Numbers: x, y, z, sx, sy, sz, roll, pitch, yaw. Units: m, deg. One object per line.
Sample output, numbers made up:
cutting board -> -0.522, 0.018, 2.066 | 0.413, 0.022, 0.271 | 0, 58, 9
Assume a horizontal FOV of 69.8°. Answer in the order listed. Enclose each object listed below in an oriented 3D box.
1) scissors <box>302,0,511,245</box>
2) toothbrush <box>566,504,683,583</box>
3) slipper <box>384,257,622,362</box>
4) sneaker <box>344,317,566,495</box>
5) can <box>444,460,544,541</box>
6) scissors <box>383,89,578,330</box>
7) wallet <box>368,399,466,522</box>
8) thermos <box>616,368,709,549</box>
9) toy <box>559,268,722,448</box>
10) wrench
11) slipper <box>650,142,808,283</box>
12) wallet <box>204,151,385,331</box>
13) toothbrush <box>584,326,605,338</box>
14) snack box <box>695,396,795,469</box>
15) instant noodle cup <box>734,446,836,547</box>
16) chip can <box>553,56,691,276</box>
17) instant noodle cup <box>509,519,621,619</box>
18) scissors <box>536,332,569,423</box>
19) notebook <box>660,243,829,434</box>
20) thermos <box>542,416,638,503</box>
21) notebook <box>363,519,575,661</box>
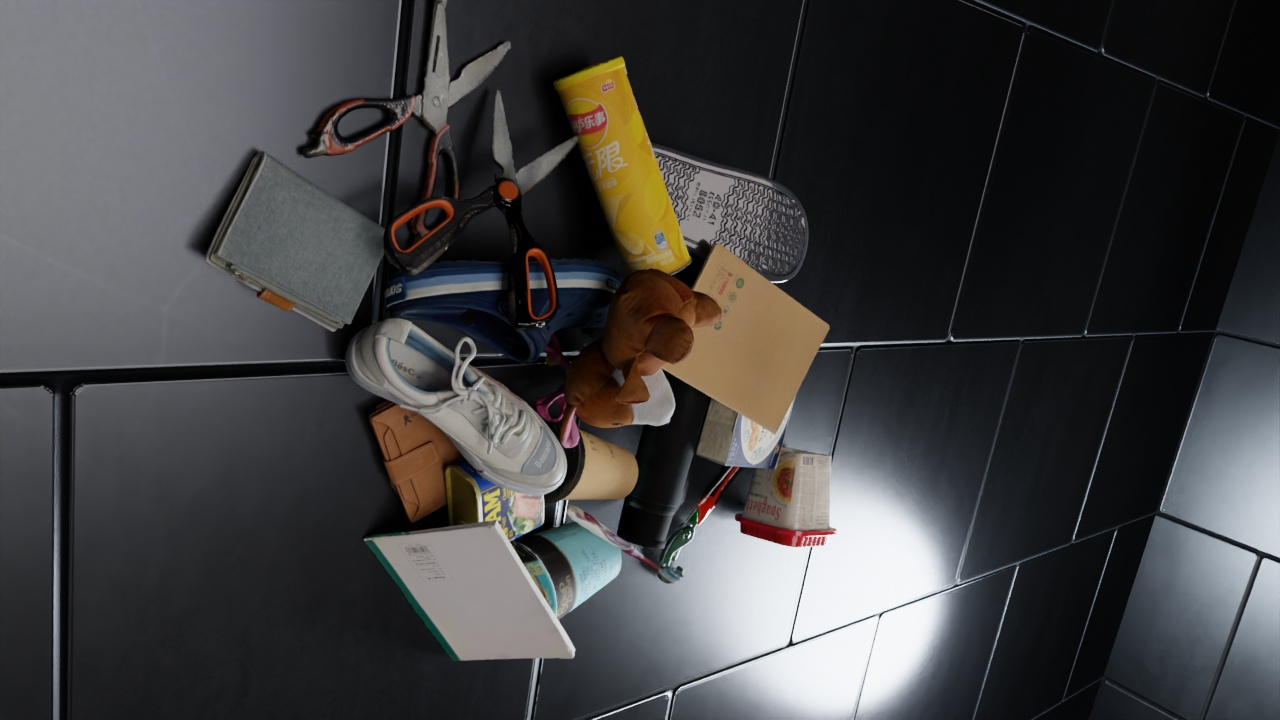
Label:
scissors -> -0.190, -0.210, 0.816 | 0.222, 0.015, 0.189 | -39, 129, -23
toothbrush -> -0.015, 0.208, 1.034 | 0.187, 0.017, 0.016 | 40, 44, -31
slipper -> -0.117, -0.046, 0.876 | 0.252, 0.105, 0.095 | 0, 85, -38
sneaker -> -0.151, 0.039, 0.846 | 0.242, 0.091, 0.089 | 38, 54, -23
can -> -0.146, 0.140, 0.932 | 0.083, 0.057, 0.102 | -23, 128, -37
scissors -> -0.127, -0.129, 0.820 | 0.220, 0.022, 0.232 | -24, 89, -31
wallet -> -0.206, 0.083, 0.912 | 0.107, 0.031, 0.132 | -31, 124, -31
thermos -> 0.025, 0.094, 1.088 | 0.068, 0.090, 0.242 | 16, 91, -28
toy -> -0.005, 0.005, 0.907 | 0.200, 0.130, 0.139 | -44, 178, 33
wrench -> 0.103, 0.178, 1.227 | 0.273, 0.016, 0.056 | -55, 133, -10
slipper -> 0.069, -0.170, 1.024 | 0.268, 0.083, 0.111 | 17, 96, -25
wallet -> -0.285, -0.094, 0.767 | 0.129, 0.037, 0.106 | 34, 73, -45
toothbrush -> 0.011, -0.055, 1.060 | 0.188, 0.018, 0.014 | -21, 120, -38
snack box -> 0.144, 0.041, 1.141 | 0.182, 0.046, 0.178 | 15, 91, -62
instant noodle cup -> 0.206, 0.184, 1.262 | 0.116, 0.116, 0.124 | 9, 89, -43
chip can -> -0.016, -0.185, 0.908 | 0.071, 0.072, 0.213 | -31, 112, -29
instant noodle cup -> -0.088, 0.233, 1.029 | 0.120, 0.111, 0.111 | -18, 118, -45
scissors -> -0.077, 0.020, 0.978 | 0.133, 0.017, 0.134 | 47, 42, -32
notebook -> 0.119, -0.019, 1.029 | 0.207, 0.008, 0.147 | 30, 85, -36
thermos -> -0.067, 0.115, 1.009 | 0.143, 0.093, 0.093 | 20, 93, -51
notebook -> -0.172, 0.243, 0.941 | 0.012, 0.151, 0.209 | -75, 150, -49
